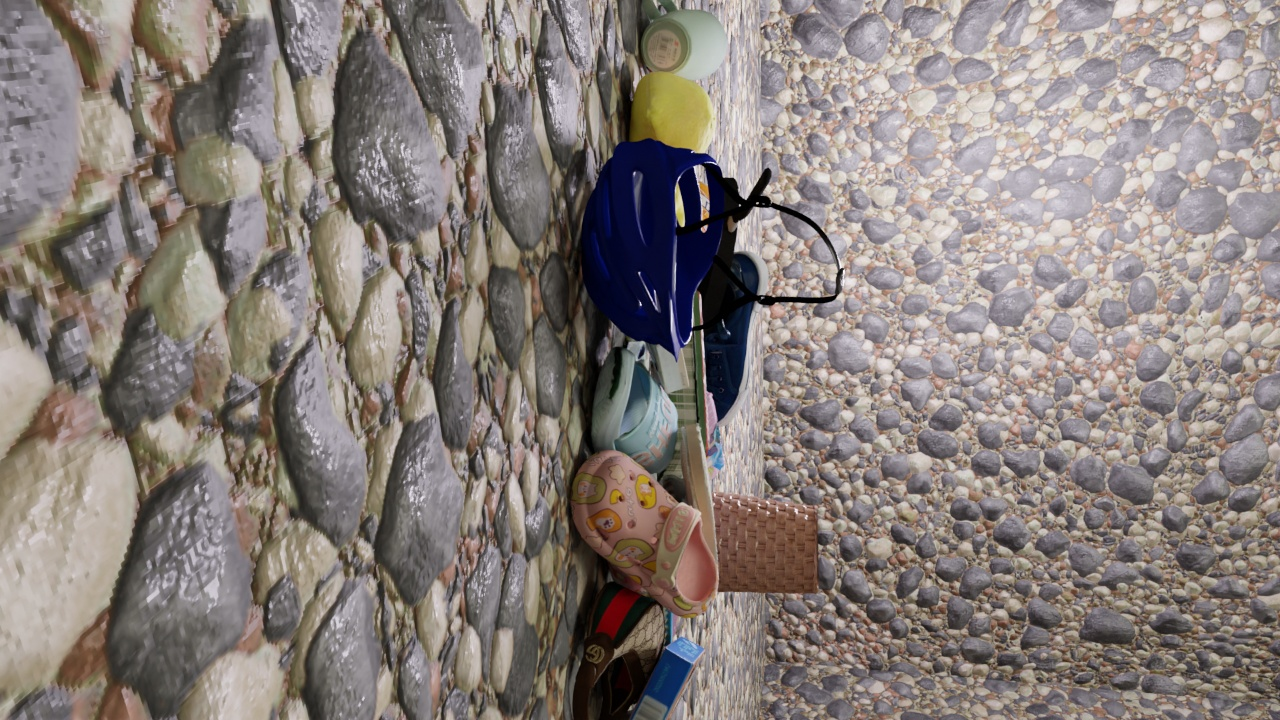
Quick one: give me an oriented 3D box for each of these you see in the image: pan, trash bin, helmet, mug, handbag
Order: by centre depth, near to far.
[{"bbox_3d":[0.060,-0.107,0.807,0.148,0.228,0.241,76,16,-53],"label":"helmet"},{"bbox_3d":[-0.026,0.297,0.882,0.167,0.063,0.138,84,30,-51],"label":"handbag"},{"bbox_3d":[0.040,-0.385,1.082,0.111,0.084,0.103,62,30,-6],"label":"mug"},{"bbox_3d":[0.105,-0.165,1.221,0.357,0.034,0.225,120,-22,-70],"label":"pan"},{"bbox_3d":[0.138,0.250,1.264,0.151,0.210,0.151,1,89,-78],"label":"trash bin"}]

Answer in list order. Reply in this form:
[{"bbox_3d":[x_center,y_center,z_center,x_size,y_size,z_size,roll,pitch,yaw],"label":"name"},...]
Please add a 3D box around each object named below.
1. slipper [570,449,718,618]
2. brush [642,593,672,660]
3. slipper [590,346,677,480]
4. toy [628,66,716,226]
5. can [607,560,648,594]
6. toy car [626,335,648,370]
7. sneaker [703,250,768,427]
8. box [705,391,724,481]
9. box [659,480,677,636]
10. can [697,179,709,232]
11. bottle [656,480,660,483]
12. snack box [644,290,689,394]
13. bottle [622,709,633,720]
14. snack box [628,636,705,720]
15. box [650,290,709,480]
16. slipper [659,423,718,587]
[{"bbox_3d":[0.023,0.156,0.836,0.197,0.082,0.093,49,46,-25],"label":"slipper"},{"bbox_3d":[0.010,0.284,1.028,0.075,0.055,0.136,-14,105,-73],"label":"brush"},{"bbox_3d":[0.002,0.075,0.928,0.246,0.074,0.103,77,17,-54],"label":"slipper"},{"bbox_3d":[0.031,-0.229,0.998,0.134,0.092,0.207,56,39,-65],"label":"toy"},{"bbox_3d":[-0.003,0.187,0.926,0.067,0.067,0.076,-76,163,-47],"label":"can"},{"bbox_3d":[-0.006,0.006,0.995,0.089,0.027,0.039,-75,164,-49],"label":"toy car"},{"bbox_3d":[0.111,-0.018,1.393,0.127,0.121,0.295,-19,128,-43],"label":"sneaker"},{"bbox_3d":[0.060,0.109,1.299,0.084,0.077,0.231,-45,152,-15],"label":"box"},{"bbox_3d":[0.028,0.243,1.168,0.076,0.036,0.214,46,46,-69],"label":"box"},{"bbox_3d":[0.052,-0.167,1.130,0.142,0.079,0.079,-71,159,-56],"label":"can"},{"bbox_3d":[0.021,0.127,1.129,0.112,0.030,0.030,-36,126,-76],"label":"bottle"},{"bbox_3d":[0.008,-0.048,0.917,0.082,0.026,0.150,75,-6,-53],"label":"snack box"},{"bbox_3d":[-0.016,0.422,0.962,0.109,0.036,0.036,-73,160,-54],"label":"bottle"},{"bbox_3d":[0.028,0.332,0.935,0.087,0.034,0.151,-61,167,-7],"label":"snack box"},{"bbox_3d":[0.044,0.029,1.058,0.118,0.050,0.205,109,-19,-60],"label":"box"},{"bbox_3d":[0.053,0.168,0.980,0.273,0.054,0.114,86,-8,-51],"label":"slipper"}]
